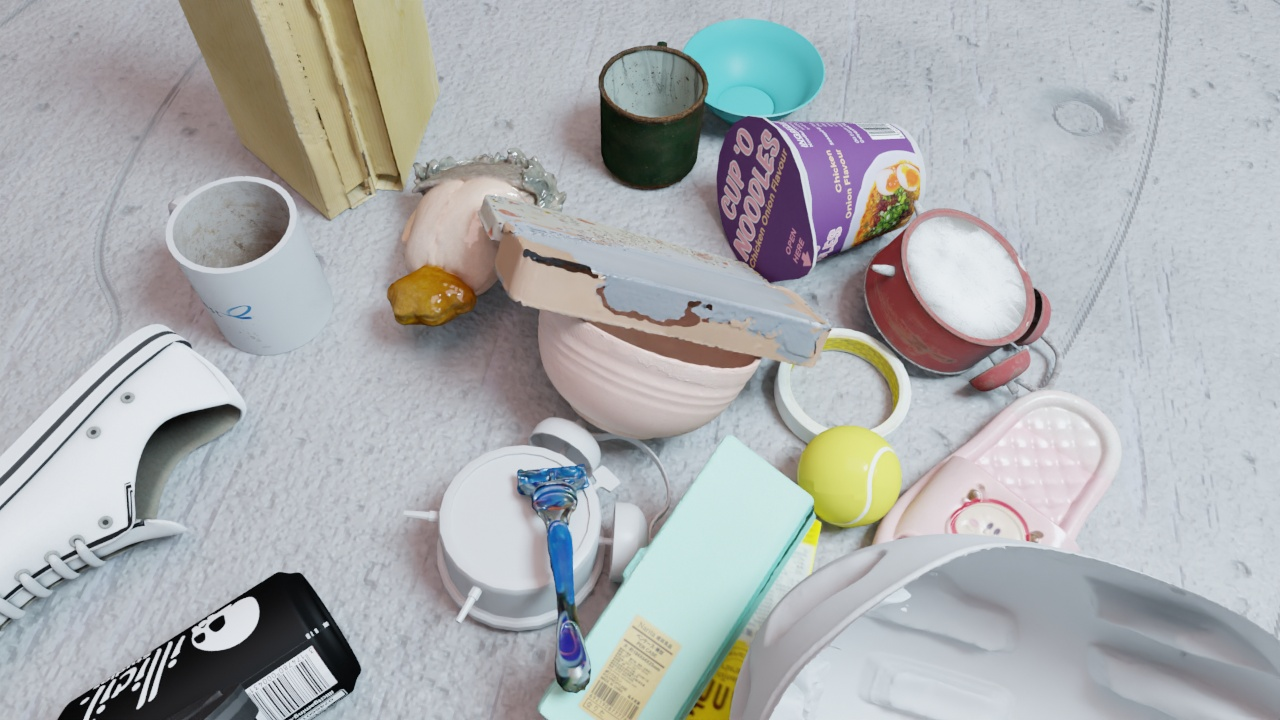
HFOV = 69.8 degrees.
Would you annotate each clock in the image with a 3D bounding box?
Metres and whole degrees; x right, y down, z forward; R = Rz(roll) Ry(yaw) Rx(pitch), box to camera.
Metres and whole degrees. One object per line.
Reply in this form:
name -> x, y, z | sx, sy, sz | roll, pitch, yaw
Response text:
clock -> -0.056, 0.100, 0.573 | 0.159, 0.061, 0.120 | -24, 60, -21
clock -> 0.234, -0.034, 0.662 | 0.157, 0.062, 0.109 | 39, 58, 0

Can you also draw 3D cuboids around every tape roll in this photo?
tape roll -> 0.142, 0.021, 0.649 | 0.094, 0.019, 0.093 | 1, 58, -2

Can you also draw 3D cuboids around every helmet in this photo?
helmet -> 0.183, 0.195, 0.435 | 0.282, 0.183, 0.224 | 11, 96, 11

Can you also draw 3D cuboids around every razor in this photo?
razor -> -0.042, 0.113, 0.506 | 0.044, 0.018, 0.140 | -5, 48, -9

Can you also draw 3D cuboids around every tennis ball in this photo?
tennis ball -> 0.134, 0.074, 0.588 | 0.065, 0.065, 0.065 | 1, 58, -2

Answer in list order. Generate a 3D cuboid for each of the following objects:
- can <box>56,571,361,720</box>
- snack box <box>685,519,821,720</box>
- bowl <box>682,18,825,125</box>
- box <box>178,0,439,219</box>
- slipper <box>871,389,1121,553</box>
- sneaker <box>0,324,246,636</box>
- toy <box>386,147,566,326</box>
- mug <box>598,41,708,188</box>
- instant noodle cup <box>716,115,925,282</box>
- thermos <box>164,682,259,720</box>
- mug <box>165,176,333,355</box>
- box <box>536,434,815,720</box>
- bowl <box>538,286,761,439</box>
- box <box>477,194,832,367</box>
can -> -0.234, 0.185, 0.498 | 0.145, 0.080, 0.080 | -32, 65, -20
snack box -> 0.065, 0.159, 0.556 | 0.061, 0.026, 0.148 | 15, 59, 8
bowl -> 0.093, -0.236, 0.789 | 0.121, 0.046, 0.121 | 1, 58, -2
box -> -0.233, -0.239, 0.662 | 0.184, 0.249, 0.141 | -22, 62, -15
slipper -> 0.229, 0.096, 0.584 | 0.107, 0.056, 0.221 | 38, 65, 21
sneaker -> -0.332, 0.098, 0.554 | 0.097, 0.091, 0.244 | 32, 60, 0
toy -> -0.125, -0.088, 0.673 | 0.133, 0.076, 0.175 | 4, 53, 29
mug -> 0.011, -0.205, 0.747 | 0.085, 0.081, 0.110 | 8, 58, 3
instant noodle cup -> 0.144, -0.125, 0.690 | 0.121, 0.122, 0.136 | -14, 50, -22
thermos -> -0.169, 0.256, 0.408 | 0.105, 0.106, 0.218 | -36, 94, -22
mug -> -0.284, -0.073, 0.646 | 0.119, 0.096, 0.082 | 30, 62, 16
box -> 0.021, 0.132, 0.513 | 0.077, 0.080, 0.188 | 25, 68, 38
bowl -> -0.004, 0.004, 0.604 | 0.153, 0.076, 0.152 | 18, 18, -6
box -> 0.005, -0.057, 0.608 | 0.216, 0.043, 0.151 | 11, 17, -23
